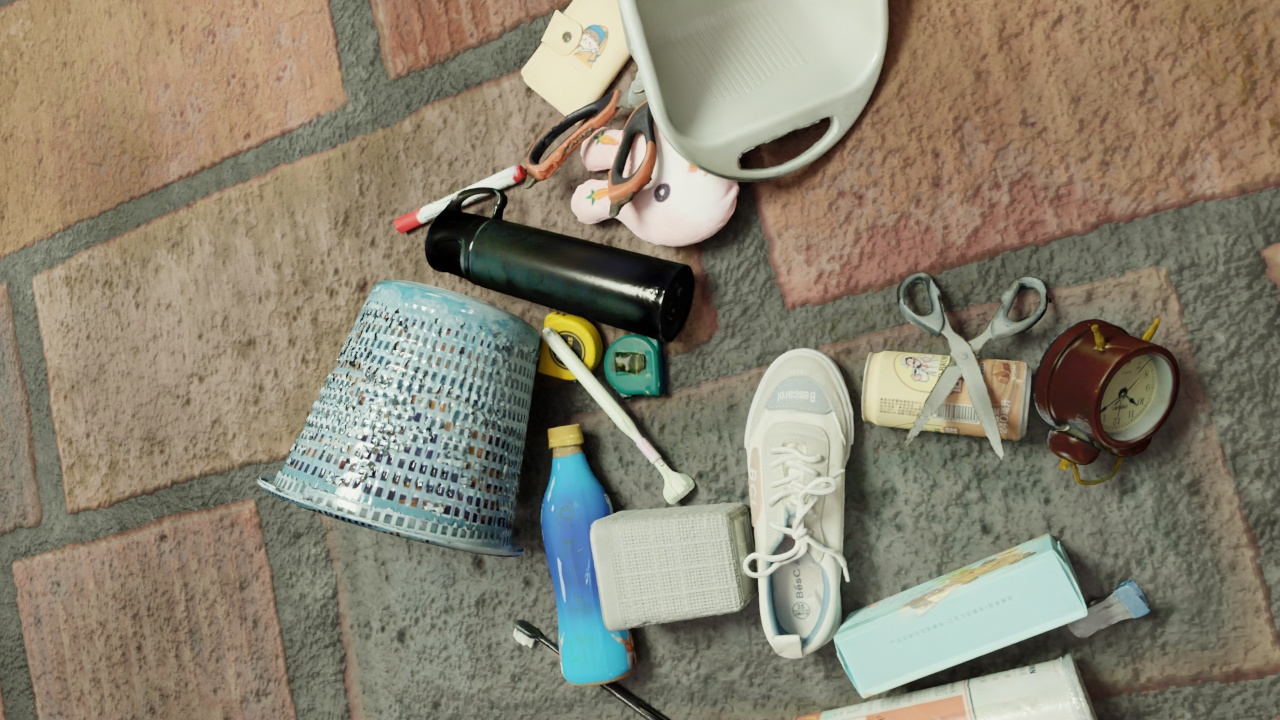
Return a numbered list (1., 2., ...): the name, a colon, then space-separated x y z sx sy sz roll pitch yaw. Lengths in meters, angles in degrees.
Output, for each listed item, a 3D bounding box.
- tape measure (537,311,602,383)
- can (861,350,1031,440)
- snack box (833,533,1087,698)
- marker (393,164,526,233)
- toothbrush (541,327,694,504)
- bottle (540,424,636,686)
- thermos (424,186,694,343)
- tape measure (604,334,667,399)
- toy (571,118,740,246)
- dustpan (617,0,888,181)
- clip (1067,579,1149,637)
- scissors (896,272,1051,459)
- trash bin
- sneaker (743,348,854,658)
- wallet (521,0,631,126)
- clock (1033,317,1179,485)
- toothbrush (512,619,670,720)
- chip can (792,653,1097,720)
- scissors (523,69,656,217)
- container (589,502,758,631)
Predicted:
1. tape measure: -0.062 -0.012 0.823 0.057 0.028 0.060 15 109 19
2. can: 0.229 0.025 0.689 0.116 0.058 0.058 5 91 22
3. snack box: 0.233 0.187 0.677 0.175 0.074 0.051 -28 80 19
4. marker: -0.174 -0.154 0.877 0.145 0.017 0.017 -19 82 21
5. toothbrush: -0.023 0.044 0.795 0.029 0.020 0.189 -39 85 -15
6. bottle: -0.050 0.165 0.797 0.065 0.065 0.218 -10 86 22
7. thermos: -0.074 -0.090 0.806 0.243 0.068 0.090 18 102 21
8. tape measure: -0.005 0.005 0.802 0.055 0.025 0.058 -4 87 21
9. toy: 0.010 -0.157 0.784 0.160 0.054 0.121 4 83 28
10. dustpan: 0.089 -0.266 0.660 0.222 0.258 0.142 -24 64 -11
11. clip: 0.336 0.182 0.665 0.058 0.043 0.027 -35 80 26
12. scissors: 0.237 -0.006 0.666 0.159 0.014 0.180 -25 49 -2
13. trash bin: -0.182 0.044 0.789 0.227 0.226 0.195 13 81 22
14. sneaker: 0.118 0.111 0.716 0.090 0.090 0.242 -1 88 21
15. wallet: -0.052 -0.282 0.826 0.087 0.024 0.115 43 106 18
16. clock: 0.322 0.029 0.637 0.082 0.055 0.122 -7 110 -20
17. toothbrush: -0.041 0.285 0.819 0.181 0.015 0.018 26 105 21
18. chip can: 0.222 0.278 0.682 0.215 0.071 0.071 -21 81 21
19. scissors: -0.011 -0.213 0.777 0.189 0.015 0.226 -5 63 29
20. container: 0.032 0.165 0.753 0.114 0.090 0.090 -11 86 19
